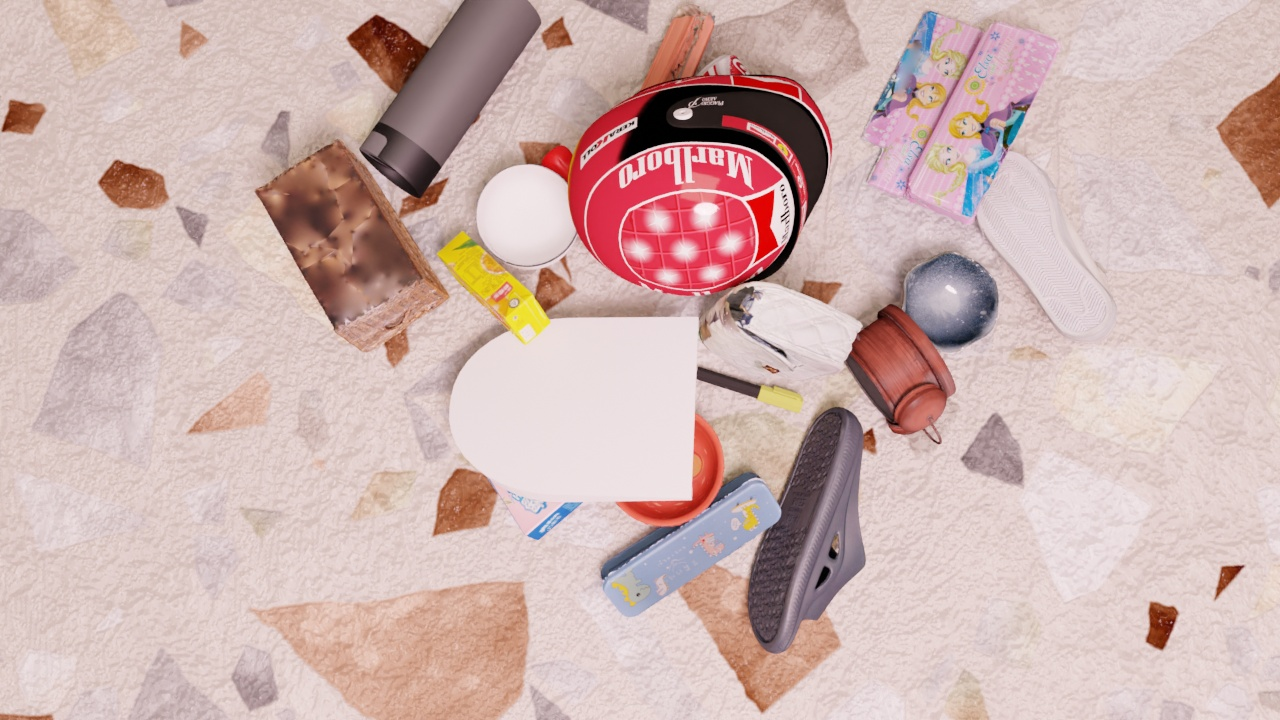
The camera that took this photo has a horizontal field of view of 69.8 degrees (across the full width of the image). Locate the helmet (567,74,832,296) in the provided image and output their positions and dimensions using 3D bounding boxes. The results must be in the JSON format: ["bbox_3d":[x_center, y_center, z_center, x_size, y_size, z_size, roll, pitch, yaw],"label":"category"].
[{"bbox_3d":[0.061,-0.172,0.921,0.271,0.224,0.198,-5,129,8],"label":"helmet"}]

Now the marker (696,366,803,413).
[{"bbox_3d":[0.121,0.031,1.025,0.124,0.017,0.021,18,128,1],"label":"marker"}]

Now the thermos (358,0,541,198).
[{"bbox_3d":[-0.210,-0.302,1.015,0.082,0.082,0.240,33,84,1],"label":"thermos"}]

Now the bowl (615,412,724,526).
[{"bbox_3d":[0.028,0.115,0.994,0.130,0.045,0.130,-3,77,11],"label":"bowl"}]

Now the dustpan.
[{"bbox_3d":[-0.069,0.053,0.966,0.258,0.053,0.191,0,69,10],"label":"dustpan"}]

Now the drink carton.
[{"bbox_3d":[-0.157,-0.077,0.978,0.043,0.058,0.134,-43,58,-9],"label":"drink carton"}]

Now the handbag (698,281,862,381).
[{"bbox_3d":[0.134,-0.024,0.944,0.139,0.195,0.072,22,84,-2],"label":"handbag"}]

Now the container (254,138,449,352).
[{"bbox_3d":[-0.308,-0.121,0.980,0.113,0.113,0.198,-33,85,-5],"label":"container"}]

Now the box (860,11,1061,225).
[{"bbox_3d":[0.350,-0.285,1.039,0.159,0.035,0.230,26,85,16],"label":"box"}]

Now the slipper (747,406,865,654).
[{"bbox_3d":[0.192,0.184,0.979,0.083,0.111,0.267,24,78,-15],"label":"slipper"}]

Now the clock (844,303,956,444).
[{"bbox_3d":[0.280,0.020,0.983,0.072,0.120,0.157,-34,78,3],"label":"clock"}]

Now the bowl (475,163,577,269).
[{"bbox_3d":[-0.122,-0.154,1.013,0.113,0.063,0.113,0,85,-2],"label":"bowl"}]

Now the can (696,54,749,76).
[{"bbox_3d":[0.110,-0.286,1.033,0.064,0.064,0.105,-36,87,-5],"label":"can"}]

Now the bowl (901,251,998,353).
[{"bbox_3d":[0.337,-0.063,1.023,0.110,0.055,0.110,0,85,-2],"label":"bowl"}]

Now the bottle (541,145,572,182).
[{"bbox_3d":[-0.062,-0.187,1.032,0.036,0.036,0.119,-39,87,-5],"label":"bottle"}]

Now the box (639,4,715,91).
[{"bbox_3d":[0.043,-0.312,1.043,0.064,0.056,0.188,27,85,-36],"label":"box"}]

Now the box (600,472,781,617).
[{"bbox_3d":[0.054,0.199,0.980,0.210,0.059,0.068,-33,88,1],"label":"box"}]

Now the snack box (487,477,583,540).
[{"bbox_3d":[-0.080,0.109,0.978,0.154,0.033,0.088,-40,59,3],"label":"snack box"}]

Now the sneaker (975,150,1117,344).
[{"bbox_3d":[0.452,-0.122,1.029,0.090,0.090,0.242,-32,65,24],"label":"sneaker"}]
